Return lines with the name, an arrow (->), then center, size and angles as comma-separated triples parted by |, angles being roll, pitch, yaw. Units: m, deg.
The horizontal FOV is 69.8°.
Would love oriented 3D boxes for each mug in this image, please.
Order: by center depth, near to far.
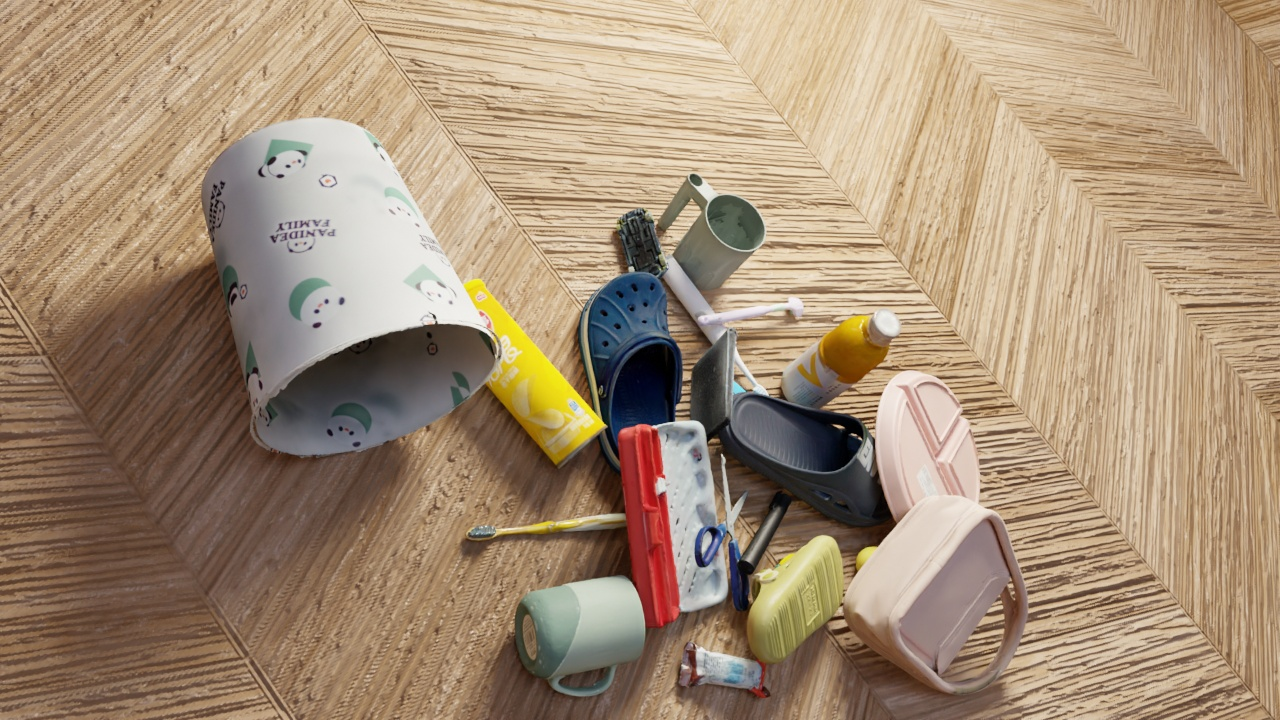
mug -> -0.060, 0.270, 0.883 | 0.106, 0.082, 0.112 | -4, 97, -28
mug -> 0.083, -0.160, 1.152 | 0.124, 0.104, 0.083 | 47, 55, 4

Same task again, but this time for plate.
plate -> 0.362, 0.123, 1.135 | 0.229, 0.028, 0.229 | 14, 70, -43

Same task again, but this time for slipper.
slipper -> 0.153, 0.249, 0.983 | 0.190, 0.082, 0.092 | -26, 115, -50
slipper -> -0.006, 0.006, 1.032 | 0.105, 0.095, 0.252 | 8, 65, -25
slipper -> 0.217, 0.112, 1.075 | 0.268, 0.084, 0.110 | 27, 61, -17

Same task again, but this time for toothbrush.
toothbrush -> -0.087, 0.171, 0.951 | 0.191, 0.018, 0.016 | 0, 67, -26
toothbrush -> 0.092, -0.038, 1.141 | 0.221, 0.027, 0.026 | 54, 36, 7
toothbrush -> 0.140, -0.060, 1.159 | 0.188, 0.021, 0.029 | -10, 70, -40

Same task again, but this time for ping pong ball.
ping pong ball -> 0.273, 0.239, 1.077 | 0.040, 0.040, 0.040 | 11, 61, -21

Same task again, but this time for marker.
marker -> 0.141, 0.191, 1.030 | 0.131, 0.020, 0.022 | -46, 114, -50

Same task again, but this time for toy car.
toy car -> 0.003, -0.140, 1.140 | 0.049, 0.031, 0.105 | -22, 66, 14

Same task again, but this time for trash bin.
trash bin -> -0.284, -0.073, 0.866 | 0.229, 0.230, 0.251 | -15, 68, -31

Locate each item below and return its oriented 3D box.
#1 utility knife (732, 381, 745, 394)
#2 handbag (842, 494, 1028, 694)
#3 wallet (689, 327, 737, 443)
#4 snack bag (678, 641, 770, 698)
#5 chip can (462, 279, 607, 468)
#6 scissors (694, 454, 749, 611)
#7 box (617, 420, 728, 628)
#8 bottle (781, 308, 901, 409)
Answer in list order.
utility knife -> 0.165, 0.085, 1.118 | 0.191, 0.018, 0.034 | 39, 54, -5
handbag -> 0.358, 0.286, 1.040 | 0.193, 0.093, 0.234 | -47, 113, -13
wallet -> 0.083, 0.035, 1.055 | 0.019, 0.097, 0.120 | 14, 60, -14
snack bag -> 0.090, 0.323, 0.954 | 0.105, 0.026, 0.045 | 16, 68, -17
chip can -> -0.131, 0.014, 0.979 | 0.213, 0.072, 0.071 | 49, 55, 4
scissors -> 0.094, 0.190, 0.998 | 0.162, 0.012, 0.176 | 0, 79, -62
box -> 0.031, 0.165, 0.955 | 0.160, 0.060, 0.201 | 2, 79, -58
bottle -> 0.238, -0.002, 1.092 | 0.068, 0.190, 0.068 | 11, 61, -20
